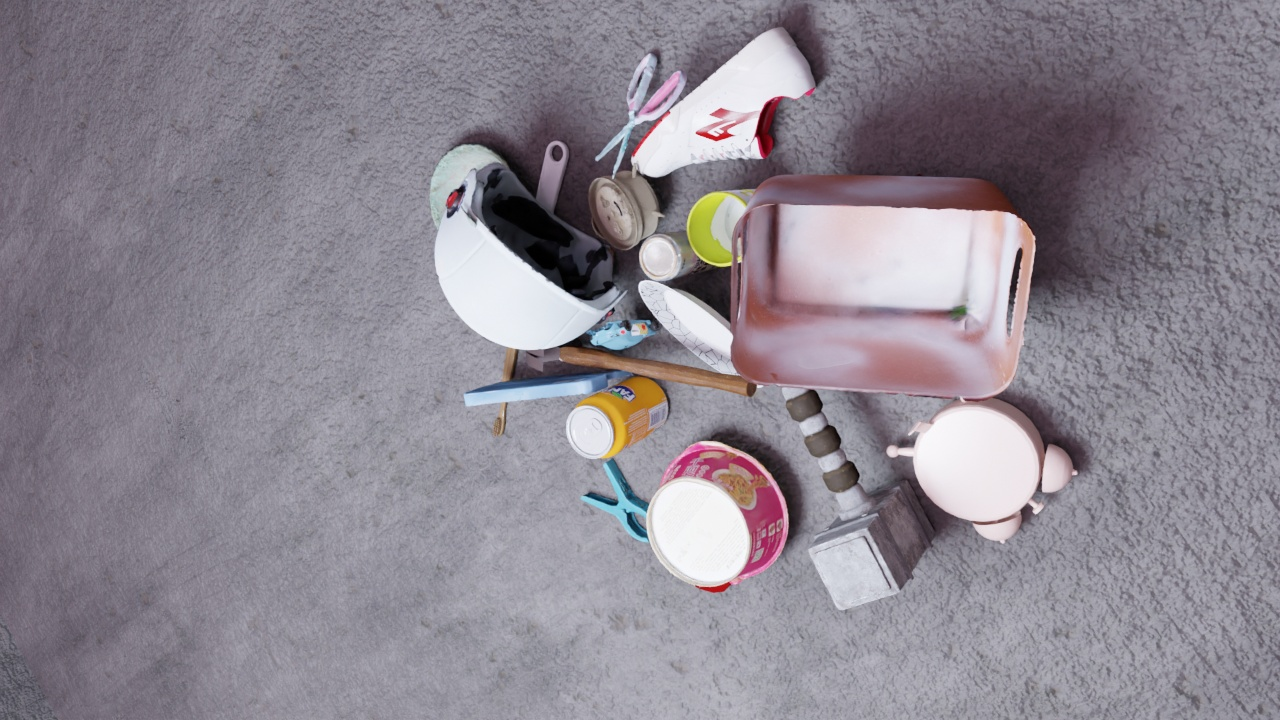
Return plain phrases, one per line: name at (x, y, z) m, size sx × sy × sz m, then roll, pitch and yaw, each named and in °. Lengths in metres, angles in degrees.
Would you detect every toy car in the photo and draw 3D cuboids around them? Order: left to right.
toy car at (-0.016, -0.030, 1.156) m, size 0.060 × 0.107 × 0.027 m, roll -21°, pitch 80°, yaw 37°

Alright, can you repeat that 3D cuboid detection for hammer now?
hammer at (-0.007, 0.007, 1.143) m, size 0.323 × 0.115 × 0.033 m, roll 10°, pitch 101°, yaw 32°
hammer at (0.208, 0.098, 1.024) m, size 0.080 × 0.176 × 0.326 m, roll -29°, pitch 86°, yaw 32°

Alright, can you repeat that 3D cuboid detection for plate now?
plate at (0.076, -0.036, 1.086) m, size 0.188 × 0.189 × 0.016 m, roll 37°, pitch 79°, yaw 17°

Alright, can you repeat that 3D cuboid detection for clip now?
clip at (-0.016, 0.193, 1.263) m, size 0.120 × 0.027 × 0.104 m, roll 44°, pitch 121°, yaw 14°

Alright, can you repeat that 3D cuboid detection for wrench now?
wrench at (-0.142, -0.165, 1.251) m, size 0.066 × 0.018 × 0.274 m, roll 26°, pitch 112°, yaw 22°

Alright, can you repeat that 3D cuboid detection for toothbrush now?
toothbrush at (-0.195, 0.035, 1.329) m, size 0.016 × 0.016 × 0.167 m, roll 22°, pitch 111°, yaw 25°

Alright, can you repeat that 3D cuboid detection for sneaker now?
sneaker at (0.098, -0.266, 1.058) m, size 0.237 × 0.090 × 0.104 m, roll -35°, pitch 92°, yaw 29°

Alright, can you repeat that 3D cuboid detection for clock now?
clock at (-0.024, -0.184, 1.141) m, size 0.093 × 0.054 × 0.141 m, roll 61°, pitch 152°, yaw -2°
clock at (0.367, 0.111, 0.996) m, size 0.160 × 0.086 × 0.131 m, roll 39°, pitch 118°, yaw 9°

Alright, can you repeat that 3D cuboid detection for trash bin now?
trash bin at (0.226, -0.080, 0.887) m, size 0.260 × 0.157 × 0.182 m, roll 3°, pitch 115°, yaw 12°

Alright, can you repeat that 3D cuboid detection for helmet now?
helmet at (-0.153, -0.104, 1.115) m, size 0.236 × 0.263 × 0.164 m, roll 35°, pitch 109°, yaw -22°

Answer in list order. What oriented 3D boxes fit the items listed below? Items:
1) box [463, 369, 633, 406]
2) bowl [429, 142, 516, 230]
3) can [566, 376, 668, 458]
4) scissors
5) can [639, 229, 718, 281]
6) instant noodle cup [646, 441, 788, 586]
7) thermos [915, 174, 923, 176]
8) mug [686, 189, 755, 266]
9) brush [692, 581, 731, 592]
box at (-0.124, 0.031, 1.225) m, size 0.209 × 0.125 × 0.021 m, roll -6°, pitch 100°, yaw 30°
bowl at (-0.219, -0.220, 1.267) m, size 0.158 × 0.038 × 0.157 m, roll 7°, pitch 105°, yaw 28°
can at (-0.028, 0.073, 1.170) m, size 0.079 × 0.142 × 0.079 m, roll 7°, pitch 105°, yaw 28°
scissors at (-0.002, -0.300, 1.087) m, size 0.171 × 0.013 × 0.172 m, roll -38°, pitch 39°, yaw 42°
can at (0.051, -0.126, 1.080) m, size 0.054 × 0.135 × 0.054 m, roll 6°, pitch 103°, yaw 28°
instant noodle cup at (0.084, 0.199, 1.125) m, size 0.179 × 0.077 × 0.179 m, roll 8°, pitch 106°, yaw 28°
thermos at (0.243, -0.110, 0.996) m, size 0.199 × 0.108 × 0.083 m, roll -44°, pitch 42°, yaw 28°
mug at (0.112, -0.155, 1.056) m, size 0.083 × 0.106 × 0.082 m, roll 7°, pitch 105°, yaw 27°
brush at (0.095, 0.223, 1.196) m, size 0.082 × 0.041 × 0.174 m, roll 21°, pitch 111°, yaw 24°
